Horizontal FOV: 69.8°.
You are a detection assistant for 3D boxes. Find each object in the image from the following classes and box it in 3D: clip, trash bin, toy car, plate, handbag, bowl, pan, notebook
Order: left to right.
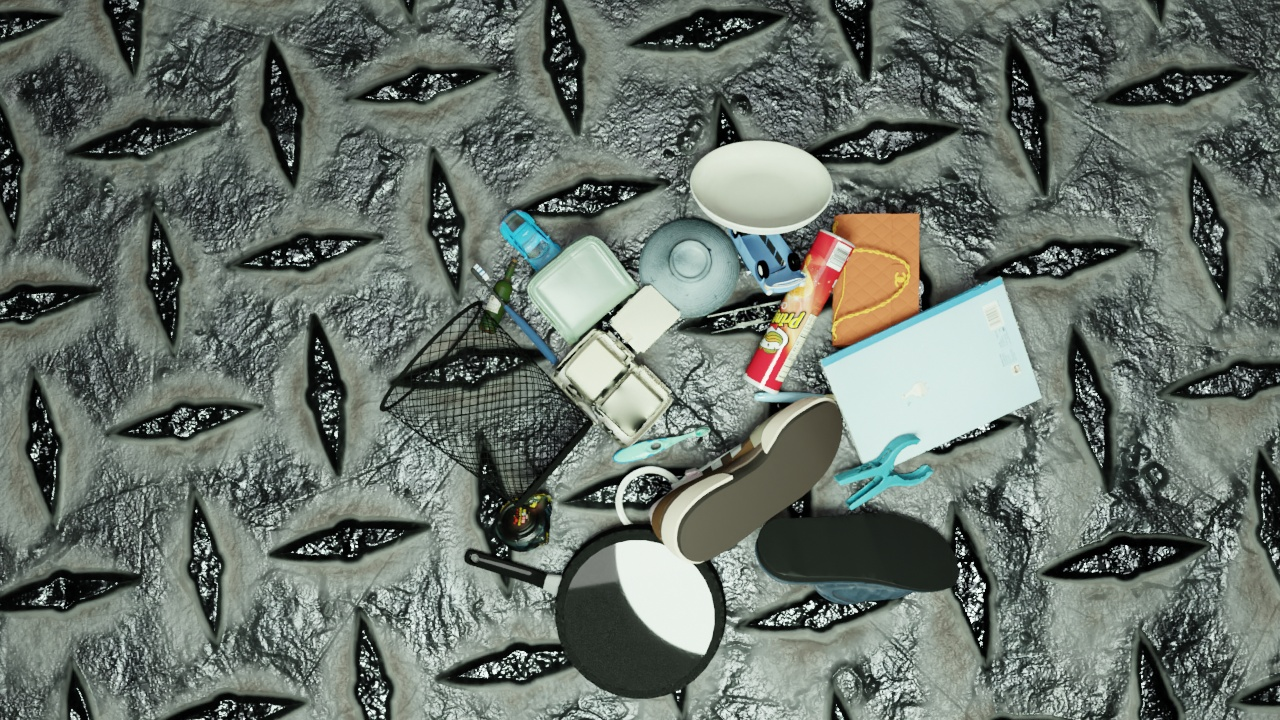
[{"bbox_3d":[-0.185,0.063,1.155,0.210,0.184,0.184,42,89,-1],"label":"trash bin"},{"bbox_3d":[-0.144,-0.158,1.235,0.048,0.032,0.105,-43,87,-1],"label":"toy car"},{"bbox_3d":[-0.080,-0.096,1.209,0.122,0.067,0.106,-40,104,0],"label":"handbag"},{"bbox_3d":[-0.064,0.309,1.197,0.356,0.034,0.225,16,91,4],"label":"pan"},{"bbox_3d":[0.065,-0.127,1.212,0.137,0.057,0.137,0,86,2],"label":"bowl"},{"bbox_3d":[0.143,-0.050,1.207,0.102,0.059,0.052,-13,104,2],"label":"clip"},{"bbox_3d":[0.155,-0.219,1.191,0.182,0.034,0.182,-1,49,1],"label":"plate"},{"bbox_3d":[0.159,-0.138,1.182,0.056,0.055,0.153,-15,50,-12],"label":"toy car"},{"bbox_3d":[0.306,-0.104,1.202,0.109,0.060,0.172,1,86,6],"label":"handbag"},{"bbox_3d":[0.311,0.129,1.187,0.130,0.030,0.120,-10,109,-3],"label":"clip"},{"bbox_3d":[0.377,0.023,1.184,0.253,0.009,0.181,-25,106,0],"label":"notebook"}]

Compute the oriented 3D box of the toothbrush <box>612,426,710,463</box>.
[{"bbox_3d":[0.028,0.111,1.218,0.135,0.017,0.022,-17,89,1],"label":"toothbrush"}]

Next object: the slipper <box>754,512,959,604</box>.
[{"bbox_3d":[0.269,0.260,1.175,0.265,0.084,0.108,3,47,-10],"label":"slipper"}]

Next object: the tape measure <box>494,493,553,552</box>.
[{"bbox_3d":[-0.152,0.213,1.198,0.072,0.042,0.071,-4,61,6],"label":"tape measure"}]

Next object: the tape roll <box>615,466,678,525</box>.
[{"bbox_3d":[0.014,0.187,1.215,0.093,0.013,0.093,0,87,2],"label":"tape roll"}]

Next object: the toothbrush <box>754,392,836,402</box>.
[{"bbox_3d":[0.228,0.048,1.214,0.155,0.016,0.022,-1,54,2],"label":"toothbrush"}]

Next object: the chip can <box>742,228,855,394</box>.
[{"bbox_3d":[0.203,-0.062,1.182,0.052,0.051,0.215,27,100,4],"label":"chip can"}]

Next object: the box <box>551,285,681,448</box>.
[{"bbox_3d":[-0.007,0.007,1.206,0.143,0.044,0.184,45,96,7],"label":"box"}]

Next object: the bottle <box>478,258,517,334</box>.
[{"bbox_3d":[-0.188,-0.087,1.235,0.025,0.025,0.106,21,87,3],"label":"bottle"}]

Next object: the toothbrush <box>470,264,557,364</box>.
[{"bbox_3d":[-0.167,-0.060,1.220,0.014,0.014,0.167,-43,101,-13],"label":"toothbrush"}]

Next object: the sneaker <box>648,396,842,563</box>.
[{"bbox_3d":[0.130,0.141,1.178,0.293,0.116,0.112,-38,119,-19],"label":"sneaker"}]
